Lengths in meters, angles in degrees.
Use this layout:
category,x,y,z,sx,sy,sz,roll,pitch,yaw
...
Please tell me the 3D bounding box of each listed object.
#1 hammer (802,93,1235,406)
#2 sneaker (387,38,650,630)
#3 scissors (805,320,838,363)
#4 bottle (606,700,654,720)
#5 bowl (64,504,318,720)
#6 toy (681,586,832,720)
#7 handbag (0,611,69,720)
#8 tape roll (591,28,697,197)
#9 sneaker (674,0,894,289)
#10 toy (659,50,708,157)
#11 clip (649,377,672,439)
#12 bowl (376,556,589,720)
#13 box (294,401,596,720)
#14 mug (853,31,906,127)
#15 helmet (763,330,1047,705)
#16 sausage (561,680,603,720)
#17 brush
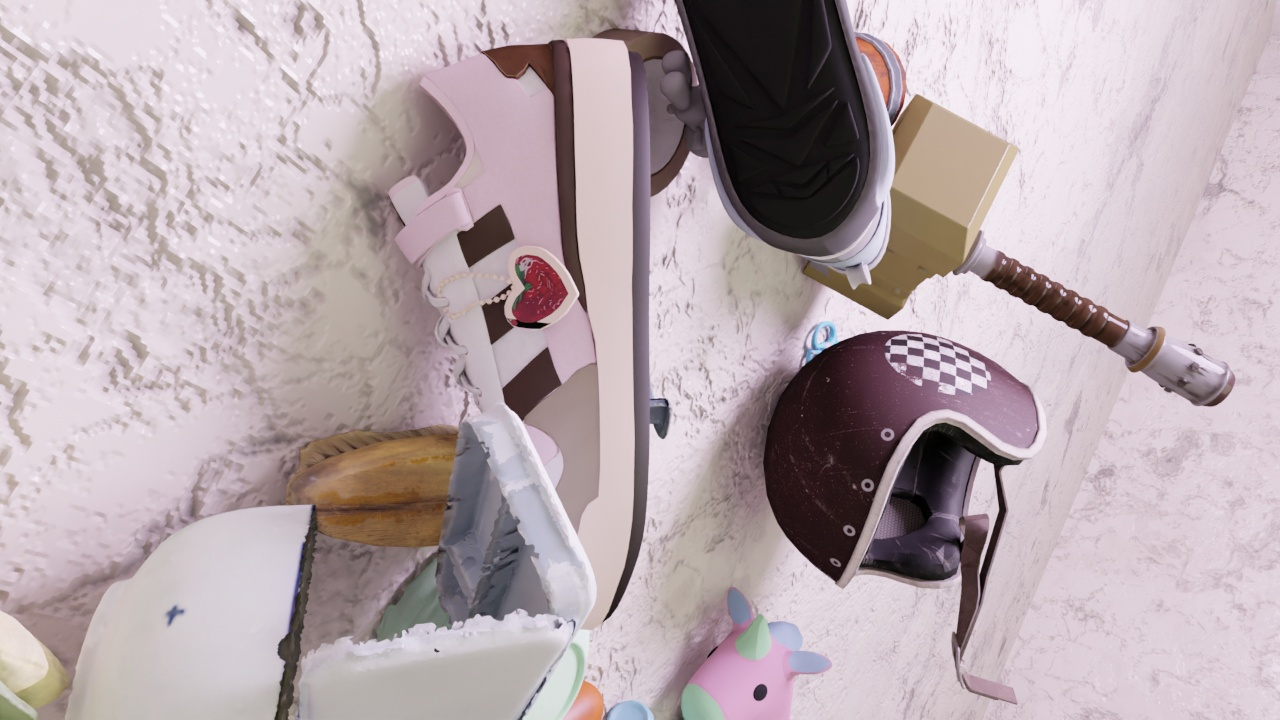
category,x,y,z,sx,sy,sz,roll,pitch,yaw
hammer,0.311,-0.056,0.722,0.100,0.325,0.190,-60,178,-13
sneaker,-0.062,-0.008,0.447,0.116,0.112,0.294,0,99,-12
scissors,0.194,-0.007,0.893,0.136,0.015,0.055,8,99,-51
bottle,0.000,0.343,0.784,0.040,0.040,0.130,-41,137,-34
bowl,-0.173,0.130,0.358,0.072,0.153,0.153,8,103,-16
toy,0.103,0.331,0.867,0.171,0.120,0.222,-48,140,-13
handbag,-0.250,0.136,0.295,0.116,0.113,0.187,-55,157,-59
tape roll,-0.005,-0.143,0.536,0.093,0.030,0.094,-29,129,-43
sneaker,0.091,-0.173,0.542,0.160,0.093,0.256,17,59,-65
toy,0.040,-0.135,0.545,0.111,0.030,0.049,47,40,-50
clip,-0.003,0.007,0.534,0.164,0.031,0.169,-98,-174,-55
bowl,-0.083,0.183,0.558,0.150,0.077,0.151,-30,130,-44
box,-0.089,0.107,0.401,0.129,0.105,0.211,-6,148,-26
mug,0.128,-0.173,0.652,0.110,0.082,0.117,-18,103,-44
helmet,0.231,0.100,0.786,0.233,0.253,0.234,-67,169,-45
sausage,-0.085,0.272,0.632,0.163,0.039,0.045,-24,142,-46
brush,-0.105,0.065,0.495,0.195,0.043,0.059,5,104,-53
